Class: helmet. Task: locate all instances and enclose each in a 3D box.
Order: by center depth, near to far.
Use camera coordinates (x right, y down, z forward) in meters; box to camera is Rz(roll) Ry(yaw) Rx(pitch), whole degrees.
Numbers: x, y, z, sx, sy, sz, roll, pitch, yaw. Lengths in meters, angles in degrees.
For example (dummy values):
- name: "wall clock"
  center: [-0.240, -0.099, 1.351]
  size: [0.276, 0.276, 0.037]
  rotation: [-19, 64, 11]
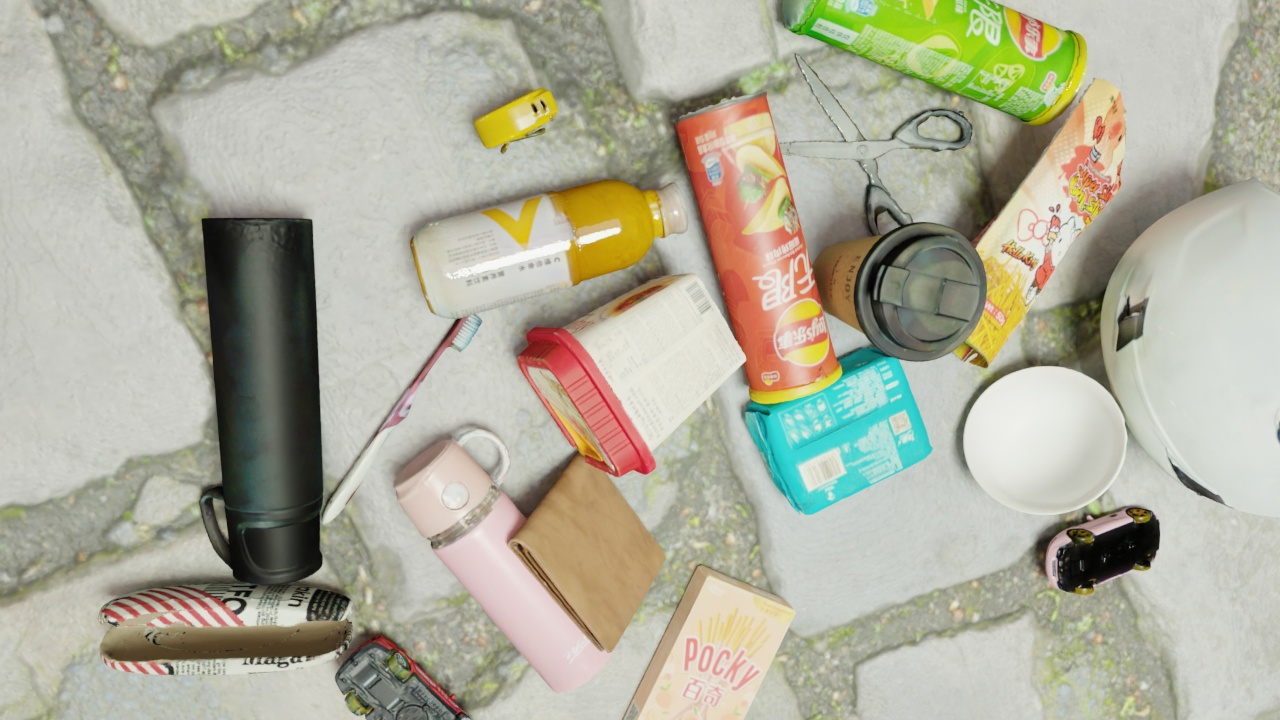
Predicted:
- name: "helmet"
  center: [0.432, 0.000, 0.693]
  size: [0.146, 0.228, 0.259]
  rotation: [-8, 106, 28]

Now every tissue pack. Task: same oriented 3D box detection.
- name: "tissue pack"
  center: [0.157, 0.052, 0.713]
  size: [0.133, 0.050, 0.093]
  rotation: [-24, 101, -7]

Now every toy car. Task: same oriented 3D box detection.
- name: "toy car"
  center: [-0.171, 0.256, 0.682]
  size: [0.053, 0.045, 0.120]
  rotation: [-40, 99, -1]
- name: "toy car"
  center: [0.396, 0.162, 0.789]
  size: [0.122, 0.037, 0.056]
  rotation: [-11, 104, -22]

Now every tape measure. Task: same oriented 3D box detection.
- name: "tape measure"
  center: [-0.083, -0.162, 0.625]
  size: [0.057, 0.060, 0.029]
  rotation: [-28, 108, -7]

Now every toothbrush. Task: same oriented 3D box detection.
- name: "toothbrush"
  center: [-0.173, 0.042, 0.663]
  size: [0.017, 0.016, 0.187]
  rotation: [35, 90, -24]

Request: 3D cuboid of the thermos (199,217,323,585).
- name: "thermos"
  center: [-0.262, 0.026, 0.618]
  size: [0.090, 0.068, 0.242]
  rotation: [4, 99, 10]

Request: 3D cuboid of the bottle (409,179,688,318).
- name: "bottle"
  center: [-0.061, -0.083, 0.638]
  size: [0.189, 0.068, 0.068]
  rotation: [-16, 102, -9]

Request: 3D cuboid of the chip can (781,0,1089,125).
- name: "chip can"
  center: [0.211, -0.239, 0.666]
  size: [0.221, 0.072, 0.072]
  rotation: [16, 95, -14]

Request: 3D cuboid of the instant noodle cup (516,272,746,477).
- name: "instant noodle cup"
  center: [-0.004, 0.004, 0.647]
  size: [0.124, 0.116, 0.116]
  rotation: [-36, 105, -16]

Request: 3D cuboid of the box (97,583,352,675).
- name: "box"
  center: [-0.285, 0.193, 0.641]
  size: [0.163, 0.076, 0.073]
  rotation: [0, 95, -13]

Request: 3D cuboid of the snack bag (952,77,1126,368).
- name: "snack bag"
  center: [0.300, -0.096, 0.702]
  size: [0.208, 0.073, 0.128]
  rotation: [-51, 141, 3]

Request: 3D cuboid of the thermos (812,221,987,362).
- name: "thermos"
  center: [0.175, -0.053, 0.652]
  size: [0.093, 0.143, 0.093]
  rotation: [-2, 100, -12]

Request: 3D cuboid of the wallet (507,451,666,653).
- name: "wallet"
  center: [-0.035, 0.139, 0.675]
  size: [0.115, 0.020, 0.101]
  rotation: [55, 43, -16]

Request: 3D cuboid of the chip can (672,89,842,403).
- name: "chip can"
  center: [0.087, -0.081, 0.667]
  size: [0.073, 0.073, 0.216]
  rotation: [-18, 102, -8]

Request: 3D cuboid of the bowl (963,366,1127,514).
- name: "bowl"
  center: [0.327, 0.070, 0.737]
  size: [0.064, 0.118, 0.118]
  rotation: [29, 93, -53]

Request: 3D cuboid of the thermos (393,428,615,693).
- name: "thermos"
  center: [-0.092, 0.142, 0.673]
  size: [0.087, 0.067, 0.198]
  rotation: [-41, 104, -24]

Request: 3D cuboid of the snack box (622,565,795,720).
- name: "snack box"
  center: [0.052, 0.251, 0.737]
  size: [0.084, 0.026, 0.157]
  rotation: [24, 94, -14]

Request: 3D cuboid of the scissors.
- name: "scissors"
  center: [0.175, -0.163, 0.702]
  size: [0.159, 0.014, 0.180]
  rotation: [-33, 103, -5]
